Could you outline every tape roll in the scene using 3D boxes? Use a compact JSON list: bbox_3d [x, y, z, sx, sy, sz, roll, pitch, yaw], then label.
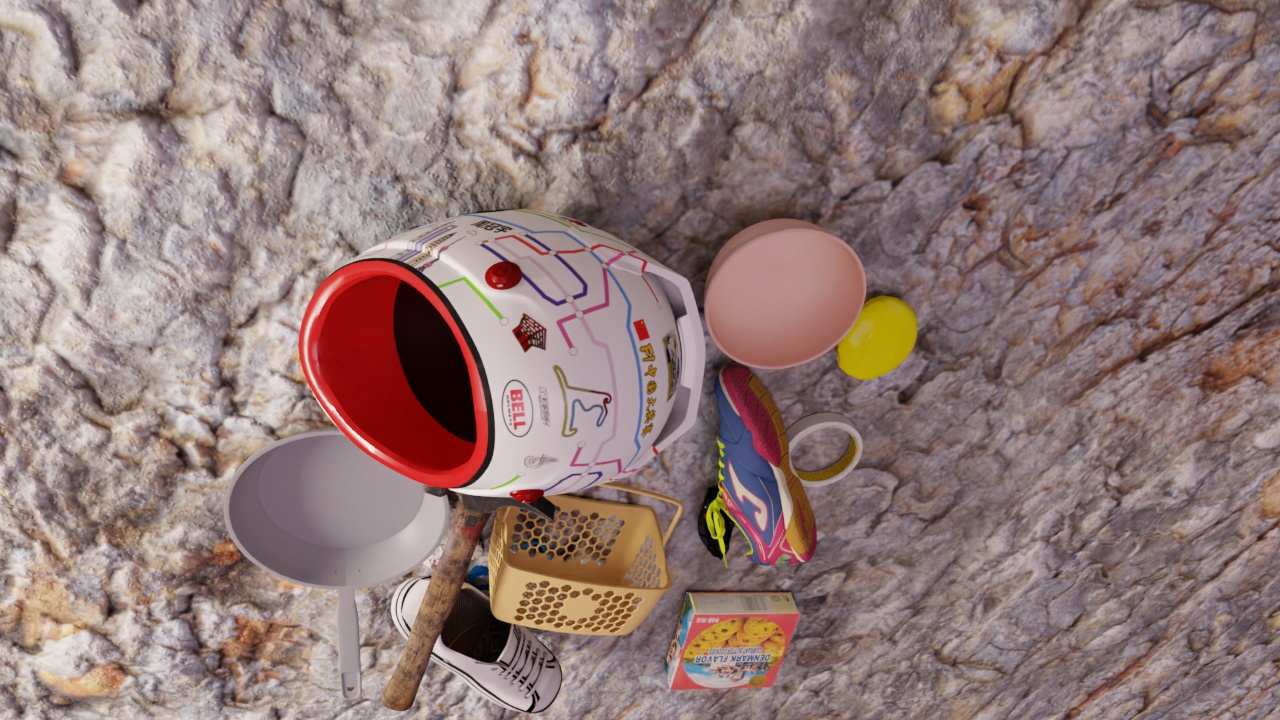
[{"bbox_3d":[0.201,0.101,1.030,0.094,0.019,0.094,-6,124,-8],"label":"tape roll"}]

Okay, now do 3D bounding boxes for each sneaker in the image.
[{"bbox_3d":[-0.161,0.321,1.038,0.097,0.091,0.245,-9,131,43],"label":"sneaker"},{"bbox_3d":[0.110,0.119,0.974,0.091,0.116,0.242,-13,110,26],"label":"sneaker"}]

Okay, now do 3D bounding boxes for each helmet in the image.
[{"bbox_3d":[-0.103,-0.010,0.768,0.235,0.315,0.231,-22,115,-45],"label":"helmet"}]

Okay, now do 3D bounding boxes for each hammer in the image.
[{"bbox_3d":[-0.191,0.240,0.903,0.120,0.033,0.331,20,120,-9],"label":"hammer"}]

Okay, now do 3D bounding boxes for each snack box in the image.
[{"bbox_3d":[0.115,0.358,1.170,0.142,0.040,0.145,3,122,-14],"label":"snack box"}]

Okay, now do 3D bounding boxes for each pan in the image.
[{"bbox_3d":[-0.292,0.204,0.907,0.200,0.050,0.357,1,124,-12],"label":"pan"}]

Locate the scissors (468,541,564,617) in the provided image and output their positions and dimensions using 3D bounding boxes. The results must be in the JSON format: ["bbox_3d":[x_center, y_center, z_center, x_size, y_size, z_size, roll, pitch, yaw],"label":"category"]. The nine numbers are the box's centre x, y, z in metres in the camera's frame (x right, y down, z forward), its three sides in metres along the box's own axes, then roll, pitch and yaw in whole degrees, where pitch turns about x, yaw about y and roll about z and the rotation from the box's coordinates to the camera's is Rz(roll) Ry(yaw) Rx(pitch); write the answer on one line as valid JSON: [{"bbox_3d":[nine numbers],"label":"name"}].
[{"bbox_3d":[-0.145,0.261,1.071,0.118,0.014,0.129,-11,127,-8],"label":"scissors"}]

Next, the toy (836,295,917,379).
[{"bbox_3d":[0.241,-0.022,0.938,0.094,0.041,0.096,-8,123,-20],"label":"toy"}]

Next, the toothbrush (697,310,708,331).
[{"bbox_3d":[0.119,-0.033,0.924,0.187,0.018,0.019,6,120,-15],"label":"toothbrush"}]

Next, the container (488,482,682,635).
[{"bbox_3d":[-0.062,0.196,0.972,0.183,0.129,0.167,13,120,-19],"label":"container"}]

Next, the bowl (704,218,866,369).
[{"bbox_3d":[0.127,-0.073,0.865,0.153,0.076,0.153,-5,124,-7],"label":"bowl"}]

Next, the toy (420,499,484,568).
[{"bbox_3d":[-0.230,0.197,0.996,0.109,0.041,0.096,-12,126,4],"label":"toy"}]

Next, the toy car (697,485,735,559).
[{"bbox_3d":[0.083,0.184,1.050,0.036,0.042,0.092,-2,127,20],"label":"toy car"}]

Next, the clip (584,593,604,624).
[{"bbox_3d":[-0.056,0.303,1.111,0.060,0.023,0.045,-27,129,9],"label":"clip"}]
